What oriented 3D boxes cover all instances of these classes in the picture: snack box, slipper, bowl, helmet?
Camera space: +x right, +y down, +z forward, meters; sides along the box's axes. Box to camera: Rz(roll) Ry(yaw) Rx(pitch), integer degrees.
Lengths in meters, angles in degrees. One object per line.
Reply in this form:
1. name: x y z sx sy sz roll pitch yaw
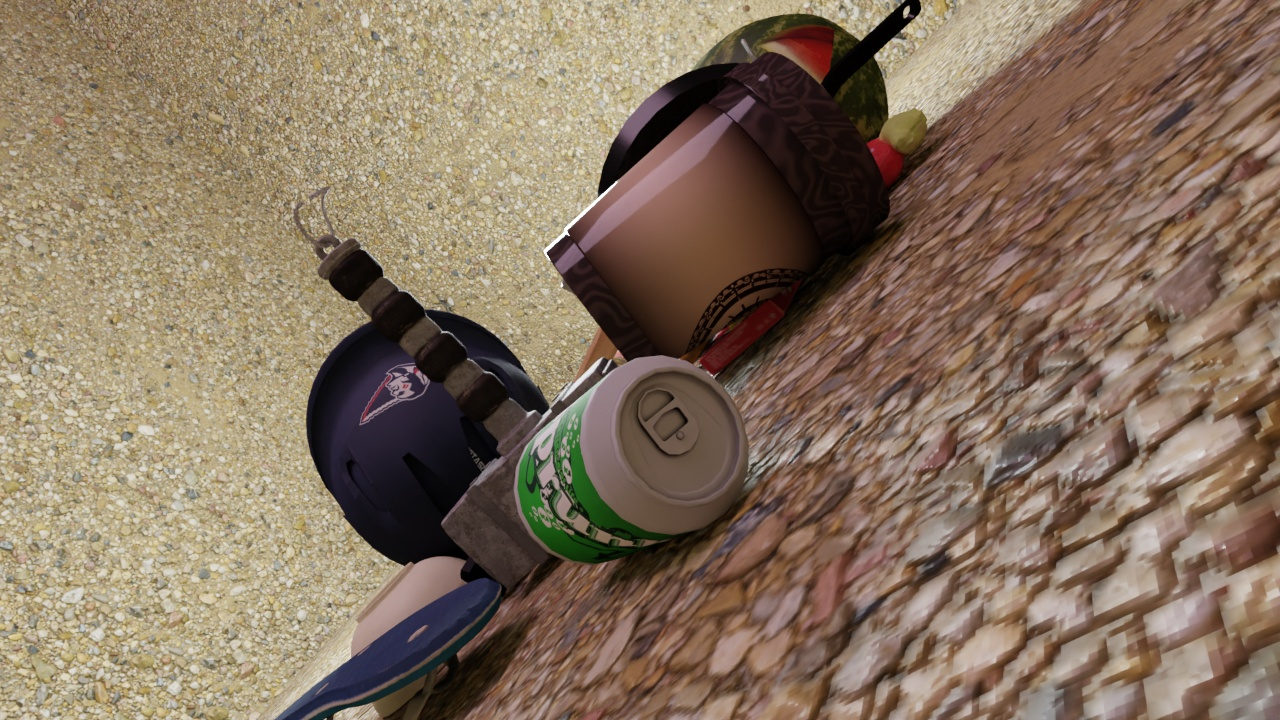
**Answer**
1. snack box: 0.105 -0.044 0.824 0.089 0.021 0.132 -43 5 31
2. slipper: -0.179 0.234 0.661 0.296 0.060 0.118 -36 6 37
3. bowl: -0.199 0.227 0.805 0.151 0.075 0.150 -45 3 3
4. helmet: -0.200 0.081 0.909 0.232 0.272 0.223 -34 9 -13
5. helmet: 0.142 -0.241 0.970 0.246 0.213 0.244 -40 -14 -36

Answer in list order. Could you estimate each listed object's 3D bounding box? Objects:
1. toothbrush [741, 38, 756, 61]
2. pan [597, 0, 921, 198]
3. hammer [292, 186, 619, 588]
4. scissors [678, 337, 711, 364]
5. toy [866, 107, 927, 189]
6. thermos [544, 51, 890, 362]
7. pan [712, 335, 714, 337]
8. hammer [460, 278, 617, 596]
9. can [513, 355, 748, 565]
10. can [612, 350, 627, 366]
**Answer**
1. toothbrush: 0.139 -0.199 0.785 0.010 0.181 0.010 -42 21 -13
2. pan: 0.120 -0.195 0.824 0.356 0.225 0.034 -42 40 6
3. hammer: -0.147 0.005 0.702 0.177 0.326 0.079 -45 4 9
4. scissors: 0.041 0.001 0.838 0.230 0.016 0.224 -57 -3 20
5. toy: 0.218 -0.180 0.863 0.135 0.045 0.091 -50 0 25
6. thermos: 0.053 -0.104 0.718 0.226 0.172 0.172 -37 4 1
7. pan: 0.128 -0.115 1.087 0.356 0.040 0.208 -45 11 -25
8. hammer: -0.068 0.056 0.833 0.327 0.131 0.039 -64 1 -26
9. can: -0.009 0.057 0.489 0.087 0.088 0.140 -48 5 -31
10. can: -0.006 0.005 0.941 0.067 0.067 0.076 -42 7 40
